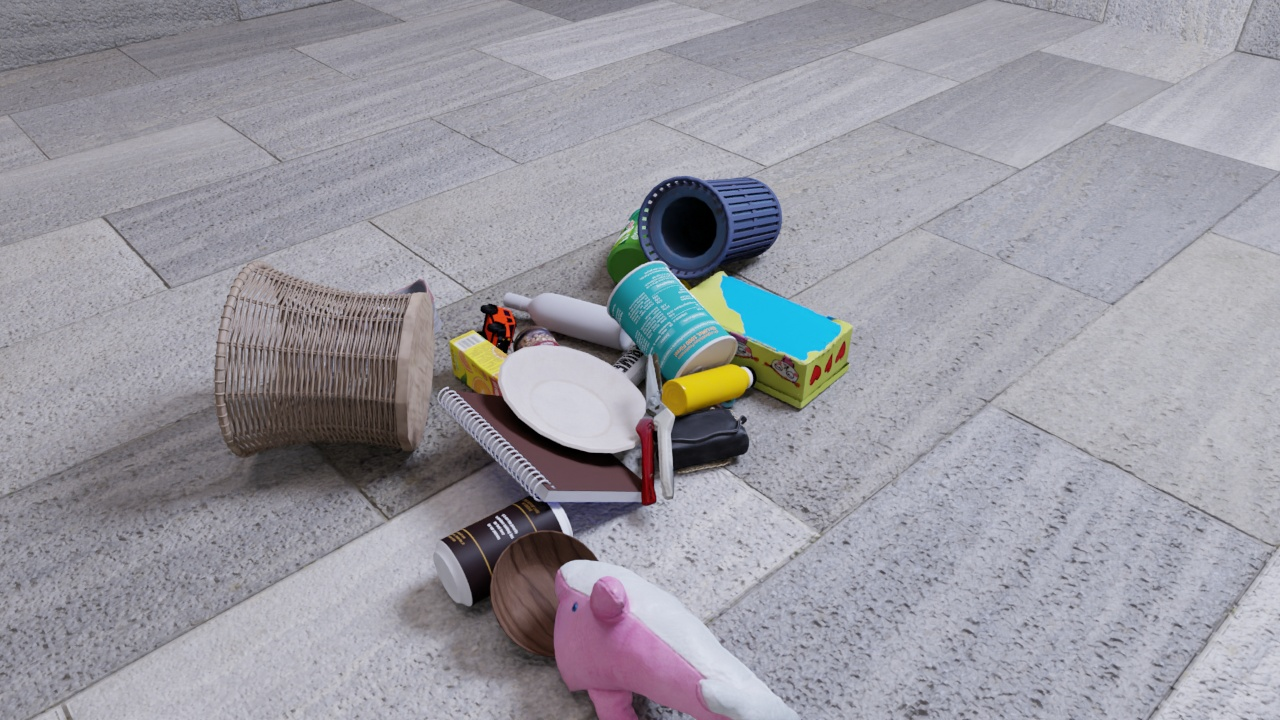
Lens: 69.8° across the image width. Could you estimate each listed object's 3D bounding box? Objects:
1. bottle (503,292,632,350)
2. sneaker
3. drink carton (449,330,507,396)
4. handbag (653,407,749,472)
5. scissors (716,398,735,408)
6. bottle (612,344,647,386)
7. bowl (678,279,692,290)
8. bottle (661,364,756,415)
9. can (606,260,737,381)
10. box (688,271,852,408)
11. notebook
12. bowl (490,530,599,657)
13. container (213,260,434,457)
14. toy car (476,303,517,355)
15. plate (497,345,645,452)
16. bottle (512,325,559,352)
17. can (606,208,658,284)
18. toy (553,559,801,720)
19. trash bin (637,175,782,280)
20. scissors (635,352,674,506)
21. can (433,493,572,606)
[{"bbox_3d":[-0.105,-0.063,1.287,0.195,0.053,0.052,16,39,22],"label":"bottle"},{"bbox_3d":[-0.378,-0.046,1.239,0.099,0.090,0.235,28,45,34],"label":"sneaker"},{"bbox_3d":[-0.187,0.019,1.173,0.042,0.059,0.135,-29,46,-33],"label":"drink carton"},{"bbox_3d":[0.066,0.087,1.080,0.128,0.054,0.079,-11,33,-10],"label":"handbag"},{"bbox_3d":[0.051,0.036,1.187,0.117,0.015,0.139,-25,36,-31],"label":"scissors"},{"bbox_3d":[-0.007,0.007,1.199,0.041,0.041,0.115,19,41,25],"label":"bottle"},{"bbox_3d":[0.023,-0.089,1.307,0.117,0.068,0.117,-1,36,1],"label":"bowl"},{"bbox_3d":[0.088,0.032,1.125,0.143,0.043,0.043,-13,35,-44],"label":"bottle"},{"bbox_3d":[0.039,-0.041,1.161,0.099,0.099,0.144,-25,61,-30],"label":"can"},{"bbox_3d":[0.158,-0.031,1.221,0.221,0.080,0.124,27,44,30],"label":"box"},{"bbox_3d":[-0.108,0.095,1.028,0.171,0.022,0.209,10,20,-47],"label":"notebook"},{"bbox_3d":[-0.091,0.226,0.882,0.119,0.032,0.119,12,60,-21],"label":"bowl"},{"bbox_3d":[-0.354,0.005,1.071,0.196,0.227,0.226,4,36,-5],"label":"container"},{"bbox_3d":[-0.195,-0.039,1.255,0.048,0.051,0.100,5,26,-22],"label":"toy car"},{"bbox_3d":[-0.079,0.051,1.078,0.188,0.027,0.188,18,32,-12],"label":"plate"},{"bbox_3d":[-0.122,0.004,1.193,0.056,0.056,0.105,-17,40,-21],"label":"bottle"},{"bbox_3d":[0.006,-0.176,1.413,0.083,0.083,0.143,8,37,12],"label":"can"},{"bbox_3d":[0.007,0.265,0.784,0.266,0.186,0.127,22,79,42],"label":"toy"},{"bbox_3d":[0.113,-0.202,1.349,0.139,0.139,0.248,17,19,23],"label":"trash bin"},{"bbox_3d":[0.012,0.076,1.040,0.140,0.015,0.189,-47,42,4],"label":"scissors"},{"bbox_3d":[-0.138,0.189,0.927,0.128,0.072,0.072,-24,42,-29],"label":"can"}]
